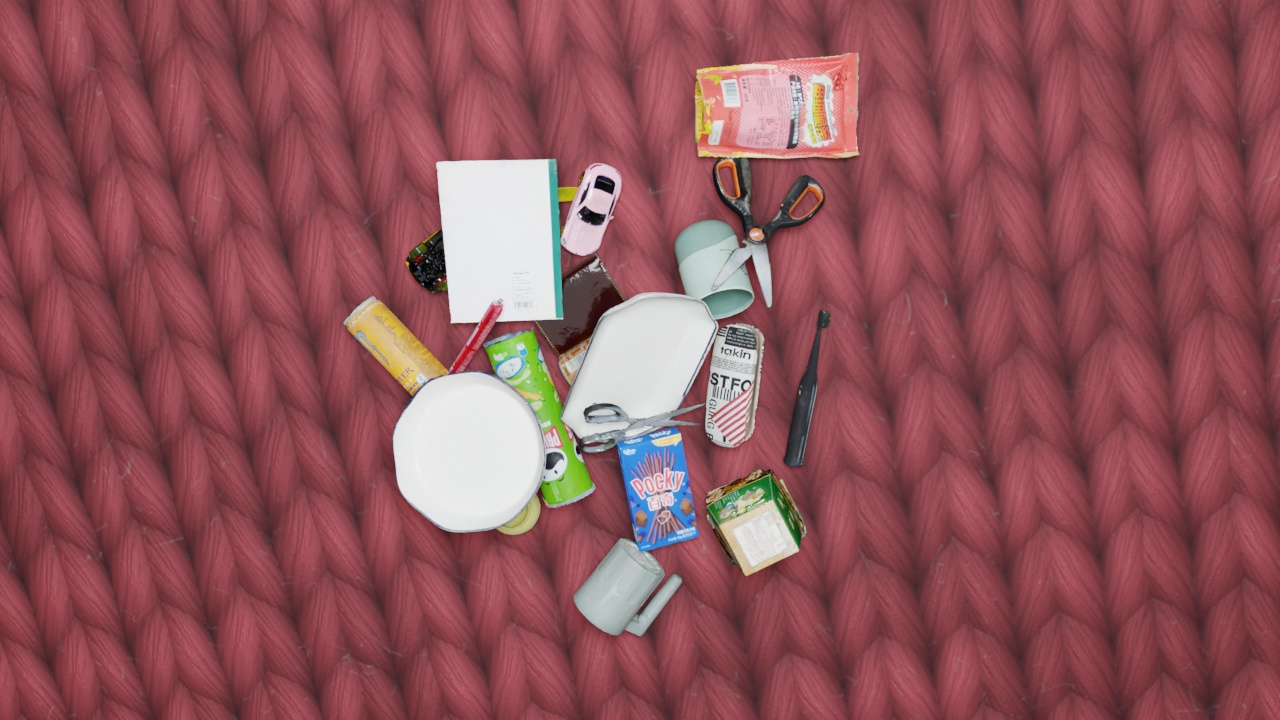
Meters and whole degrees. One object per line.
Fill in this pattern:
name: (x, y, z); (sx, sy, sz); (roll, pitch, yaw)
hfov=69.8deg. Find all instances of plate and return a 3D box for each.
plate: (-0.007, 0.007, 1.163); (0.161, 0.034, 0.266); (3, 134, -23)
plate: (-0.214, 0.115, 1.172); (0.205, 0.045, 0.205); (-1, 87, 13)

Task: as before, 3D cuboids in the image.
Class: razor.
razor: (-0.134, -0.214, 1.200); (0.132, 0.028, 0.043); (-3, 95, 1)

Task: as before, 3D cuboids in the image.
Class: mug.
mug: (0.100, -0.114, 1.172); (0.082, 0.111, 0.106); (-31, 61, 35)
mug: (-0.014, 0.316, 1.258); (0.124, 0.083, 0.103); (33, 98, -30)

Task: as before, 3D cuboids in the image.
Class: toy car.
toy car: (-0.063, -0.194, 1.187); (0.056, 0.037, 0.122); (18, 101, -20)
toy car: (-0.236, -0.151, 1.202); (0.156, 0.041, 0.071); (-38, 106, 10)

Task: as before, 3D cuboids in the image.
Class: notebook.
notebook: (-0.177, -0.151, 1.177); (0.150, 0.012, 0.209); (-2, 108, -3)

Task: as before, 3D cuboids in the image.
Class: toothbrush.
toothbrush: (0.225, 0.037, 1.226); (0.027, 0.026, 0.213); (5, 100, -34)

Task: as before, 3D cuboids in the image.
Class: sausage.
sausage: (-0.217, -0.027, 1.209); (0.020, 0.020, 0.156); (37, 125, -4)

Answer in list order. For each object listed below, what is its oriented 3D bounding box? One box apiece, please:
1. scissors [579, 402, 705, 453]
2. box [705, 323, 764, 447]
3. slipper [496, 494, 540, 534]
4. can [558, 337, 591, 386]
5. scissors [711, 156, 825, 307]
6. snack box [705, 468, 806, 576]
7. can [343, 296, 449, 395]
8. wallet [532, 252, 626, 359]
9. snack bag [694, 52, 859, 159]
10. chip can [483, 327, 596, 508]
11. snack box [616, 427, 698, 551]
scissors: (-0.005, 0.083, 1.212); (0.172, 0.014, 0.159); (-37, 138, 18)
box: (0.126, 0.031, 1.224); (0.074, 0.079, 0.163); (9, 102, 29)
slipper: (-0.216, 0.165, 1.235); (0.190, 0.081, 0.092); (42, 95, -7)
can: (-0.034, -0.017, 1.210); (0.147, 0.058, 0.058); (-32, 96, 7)
scissors: (0.153, -0.172, 1.143); (0.223, 0.022, 0.220); (-19, 67, -18)
snack box: (0.153, 0.222, 1.216); (0.118, 0.105, 0.117); (-27, 97, 7)
can: (-0.323, -0.014, 1.221); (0.058, 0.058, 0.146); (-43, 95, 7)
wallet: (-0.083, -0.071, 1.224); (0.122, 0.020, 0.096); (-32, 100, 6)
snack bag: (0.173, -0.316, 1.156); (0.208, 0.073, 0.129); (-4, 103, -3)
chip can: (-0.135, 0.076, 1.221); (0.072, 0.072, 0.236); (-20, 97, 5)
snack box: (0.024, 0.175, 1.235); (0.084, 0.026, 0.157); (-13, 107, -9)
